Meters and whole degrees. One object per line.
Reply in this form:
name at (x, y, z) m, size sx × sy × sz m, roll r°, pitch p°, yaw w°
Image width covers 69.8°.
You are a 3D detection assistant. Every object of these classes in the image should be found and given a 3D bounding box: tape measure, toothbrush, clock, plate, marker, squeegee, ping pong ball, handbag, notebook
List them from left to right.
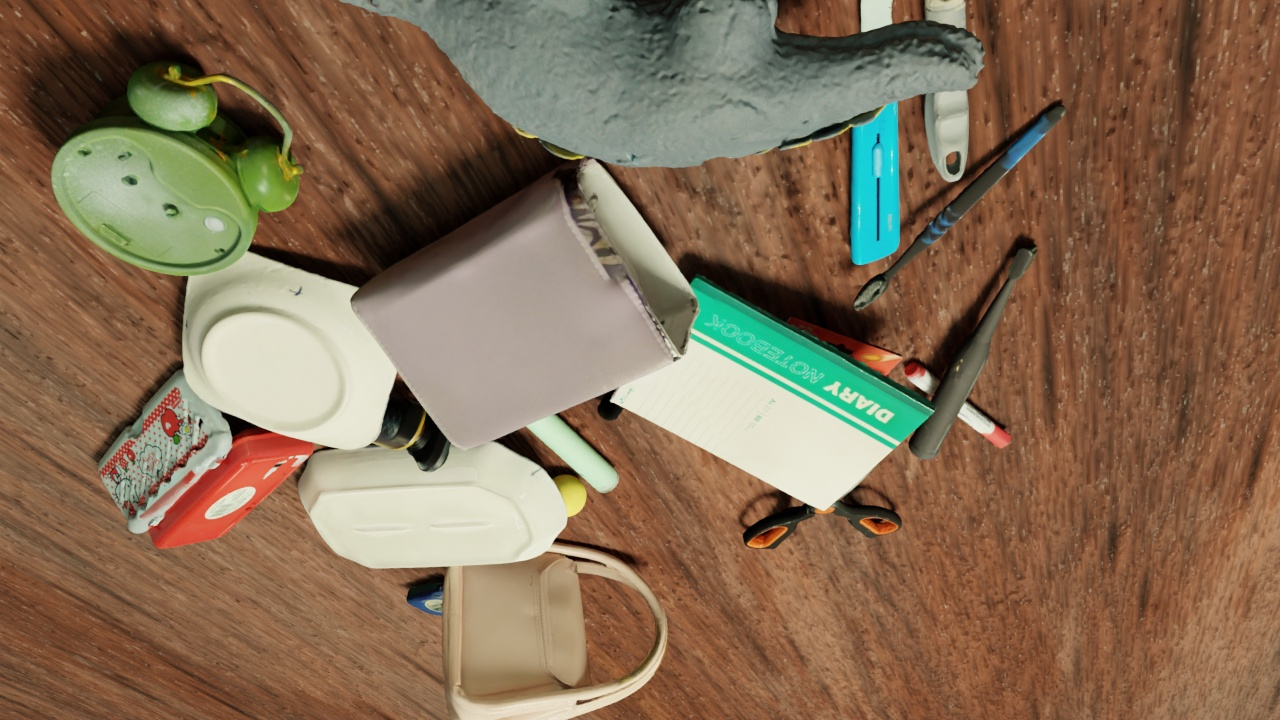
clock at (-0.286, -0.121, 0.576) m, size 0.162 × 0.056 × 0.116 m, roll -25°, pitch 134°, yaw 26°
plate at (-0.271, 0.002, 0.697) m, size 0.164 × 0.034 × 0.164 m, roll 18°, pitch 124°, yaw -7°
plate at (-0.202, 0.146, 0.864) m, size 0.266 × 0.034 × 0.162 m, roll -4°, pitch 129°, yaw 15°
tape measure at (-0.231, 0.271, 1.049) m, size 0.058 × 0.025 × 0.054 m, roll -18°, pitch 138°, yaw 25°
handbag at (-0.080, -0.039, 0.640) m, size 0.197 × 0.098 × 0.145 m, roll -24°, pitch 118°, yaw 26°
toothbrush at (-0.086, 0.053, 0.799) m, size 0.026 × 0.027 × 0.224 m, roll -46°, pitch 131°, yaw -4°
handbag at (-0.084, 0.275, 0.943) m, size 0.234 × 0.193 × 0.094 m, roll -1°, pitch 141°, yaw -12°
ping pong ball at (-0.072, 0.129, 0.875) m, size 0.040 × 0.040 × 0.040 m, roll 0°, pitch 139°, yaw 0°
marker at (-0.004, 0.004, 0.749) m, size 0.022 × 0.020 × 0.132 m, roll 27°, pitch 134°, yaw -5°
notebook at (0.099, 0.032, 0.720) m, size 0.209 × 0.012 × 0.151 m, roll 28°, pitch 132°, yaw -8°
squeegee at (0.169, -0.199, 0.502) m, size 0.247 × 0.039 × 0.247 m, roll -12°, pitch 141°, yaw 10°
toothbrush at (0.210, -0.098, 0.620) m, size 0.014 × 0.016 × 0.190 m, roll 47°, pitch 123°, yaw 9°
marker at (0.275, 0.039, 0.793) m, size 0.145 × 0.017 × 0.017 m, roll 31°, pitch 130°, yaw -31°
toothbrush at (0.261, -0.002, 0.723) m, size 0.027 × 0.026 × 0.213 m, roll -23°, pitch 142°, yaw -35°

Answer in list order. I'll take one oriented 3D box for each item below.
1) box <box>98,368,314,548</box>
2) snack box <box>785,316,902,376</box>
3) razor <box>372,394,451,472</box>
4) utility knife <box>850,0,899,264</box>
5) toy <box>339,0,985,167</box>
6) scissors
box at (-0.398, 0.088, 0.828) m, size 0.202 × 0.099 × 0.112 m, roll -36°, pitch 162°, yaw 32°
snack box at (0.140, 0.035, 0.765) m, size 0.113 × 0.044 × 0.127 m, roll 18°, pitch 136°, yaw -19°
razor at (-0.239, 0.044, 0.774) m, size 0.167 × 0.062 × 0.068 m, roll 20°, pitch 160°, yaw -14°
utility knife at (0.148, -0.143, 0.582) m, size 0.034 × 0.018 × 0.209 m, roll -8°, pitch 137°, yaw 8°
toy at (-0.011, -0.164, 0.489) m, size 0.356 × 0.091 × 0.138 m, roll 11°, pitch 158°, yaw -5°
scissors at (0.177, 0.141, 0.879) m, size 0.230 × 0.021 × 0.222 m, roll 15°, pitch 146°, yaw -31°
